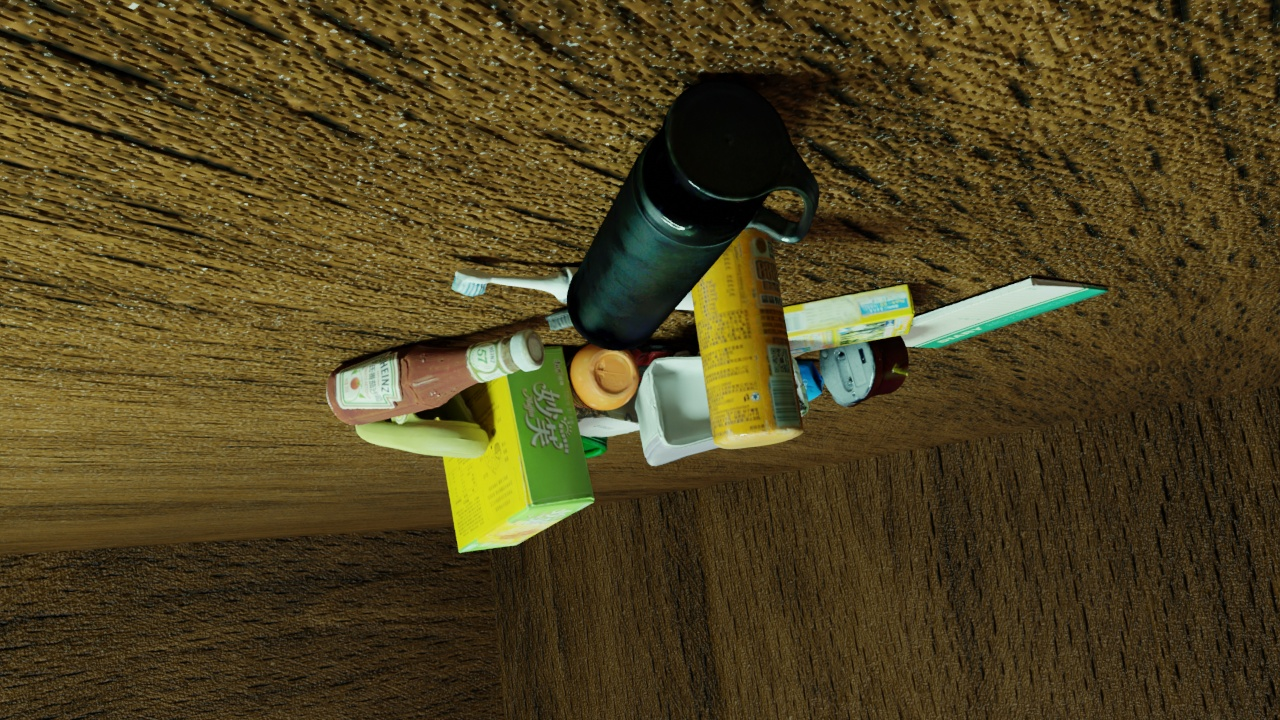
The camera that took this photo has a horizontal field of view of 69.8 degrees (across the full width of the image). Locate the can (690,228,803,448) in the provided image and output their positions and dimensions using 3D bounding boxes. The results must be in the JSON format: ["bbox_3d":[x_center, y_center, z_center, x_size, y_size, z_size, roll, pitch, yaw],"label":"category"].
[{"bbox_3d":[0.066,-0.018,0.596,0.058,0.146,0.058,-7,168,-2],"label":"can"}]

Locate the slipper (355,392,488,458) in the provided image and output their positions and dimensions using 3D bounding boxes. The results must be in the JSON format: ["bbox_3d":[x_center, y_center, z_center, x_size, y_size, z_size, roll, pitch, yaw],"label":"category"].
[{"bbox_3d":[-0.208,0.051,0.897,0.091,0.081,0.191,13,176,-37],"label":"slipper"}]

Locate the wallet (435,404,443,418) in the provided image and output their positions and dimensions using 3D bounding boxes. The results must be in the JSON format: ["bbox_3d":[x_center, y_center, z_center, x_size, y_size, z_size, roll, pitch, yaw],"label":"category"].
[{"bbox_3d":[-0.184,0.054,1.072,0.120,0.019,0.097,-1,167,-35],"label":"wallet"}]

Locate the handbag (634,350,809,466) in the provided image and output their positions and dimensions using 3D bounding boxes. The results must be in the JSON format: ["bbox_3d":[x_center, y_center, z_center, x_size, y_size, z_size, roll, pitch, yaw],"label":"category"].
[{"bbox_3d":[0.072,0.043,0.920,0.145,0.098,0.197,-7,170,-5],"label":"handbag"}]

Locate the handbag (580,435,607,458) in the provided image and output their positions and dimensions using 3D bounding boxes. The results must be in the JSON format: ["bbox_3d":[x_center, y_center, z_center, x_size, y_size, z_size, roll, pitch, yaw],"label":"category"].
[{"bbox_3d":[-0.113,0.092,1.184,0.131,0.068,0.120,-12,166,20],"label":"handbag"}]

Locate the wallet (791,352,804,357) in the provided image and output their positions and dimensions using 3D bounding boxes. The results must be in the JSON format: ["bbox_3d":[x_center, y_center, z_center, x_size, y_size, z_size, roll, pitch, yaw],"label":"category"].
[{"bbox_3d":[0.122,-0.005,0.987,0.087,0.024,0.115,1,168,-25],"label":"wallet"}]

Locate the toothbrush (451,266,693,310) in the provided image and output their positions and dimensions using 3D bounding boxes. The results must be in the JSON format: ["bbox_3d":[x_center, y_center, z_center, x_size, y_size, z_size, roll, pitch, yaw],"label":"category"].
[{"bbox_3d":[-0.030,-0.053,0.661,0.220,0.026,0.026,1,124,-34],"label":"toothbrush"}]

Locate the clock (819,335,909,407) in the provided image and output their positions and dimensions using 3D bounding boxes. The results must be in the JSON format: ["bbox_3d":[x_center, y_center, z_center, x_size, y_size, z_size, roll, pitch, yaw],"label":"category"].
[{"bbox_3d":[0.224,0.004,0.954,0.055,0.082,0.122,-8,167,-28],"label":"clock"}]

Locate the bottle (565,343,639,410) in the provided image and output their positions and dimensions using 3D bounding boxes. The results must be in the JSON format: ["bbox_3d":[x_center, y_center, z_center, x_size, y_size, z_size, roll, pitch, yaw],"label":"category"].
[{"bbox_3d":[-0.054,0.021,0.922,0.066,0.066,0.150,-2,174,-24],"label":"bottle"}]

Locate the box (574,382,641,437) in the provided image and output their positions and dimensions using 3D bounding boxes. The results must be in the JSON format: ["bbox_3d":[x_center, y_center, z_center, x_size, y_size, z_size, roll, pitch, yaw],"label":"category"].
[{"bbox_3d":[-0.044,0.053,1.076,0.090,0.059,0.184,-11,169,20],"label":"box"}]

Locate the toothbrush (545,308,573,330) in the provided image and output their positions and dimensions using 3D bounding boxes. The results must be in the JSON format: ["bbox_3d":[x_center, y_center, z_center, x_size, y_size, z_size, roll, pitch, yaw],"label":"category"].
[{"bbox_3d":[0.015,-0.047,0.744,0.189,0.016,0.014,-10,176,6],"label":"toothbrush"}]

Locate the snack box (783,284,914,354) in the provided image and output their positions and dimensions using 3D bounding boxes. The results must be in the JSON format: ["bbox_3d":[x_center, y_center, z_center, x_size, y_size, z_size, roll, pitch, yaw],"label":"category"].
[{"bbox_3d":[0.183,-0.035,0.865,0.140,0.033,0.087,-9,168,13],"label":"snack box"}]

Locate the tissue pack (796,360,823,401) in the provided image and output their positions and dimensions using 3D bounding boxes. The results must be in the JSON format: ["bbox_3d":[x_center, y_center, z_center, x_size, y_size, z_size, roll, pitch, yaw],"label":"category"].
[{"bbox_3d":[0.140,0.036,1.114,0.157,0.052,0.095,-1,166,-27],"label":"tissue pack"}]

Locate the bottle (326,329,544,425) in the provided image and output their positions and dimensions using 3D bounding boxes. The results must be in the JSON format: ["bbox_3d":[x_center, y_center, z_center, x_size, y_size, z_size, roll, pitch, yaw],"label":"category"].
[{"bbox_3d":[-0.178,0.012,0.797,0.206,0.059,0.059,-13,167,23],"label":"bottle"}]

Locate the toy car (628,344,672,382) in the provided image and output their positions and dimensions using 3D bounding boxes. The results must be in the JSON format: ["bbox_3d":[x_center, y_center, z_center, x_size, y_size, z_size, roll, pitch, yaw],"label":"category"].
[{"bbox_3d":[-0.006,0.005,0.941,0.049,0.031,0.107,-2,165,-29],"label":"toy car"}]

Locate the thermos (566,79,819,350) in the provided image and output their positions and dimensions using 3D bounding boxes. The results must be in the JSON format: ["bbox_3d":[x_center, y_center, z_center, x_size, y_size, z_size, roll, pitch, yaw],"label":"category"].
[{"bbox_3d":[0.020,-0.062,0.519,0.090,0.068,0.243,30,161,-6],"label":"thermos"}]

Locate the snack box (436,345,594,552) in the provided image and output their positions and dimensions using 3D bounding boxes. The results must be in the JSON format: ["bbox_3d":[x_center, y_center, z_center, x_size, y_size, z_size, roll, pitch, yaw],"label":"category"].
[{"bbox_3d":[-0.132,0.094,0.917,0.070,0.157,0.211,-3,160,-31],"label":"snack box"}]

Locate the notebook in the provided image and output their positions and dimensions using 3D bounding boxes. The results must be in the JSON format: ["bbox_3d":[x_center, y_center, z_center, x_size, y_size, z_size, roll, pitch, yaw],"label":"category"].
[{"bbox_3d":[0.355,-0.047,0.965,0.150,0.012,0.210,1,165,-37],"label":"notebook"}]
